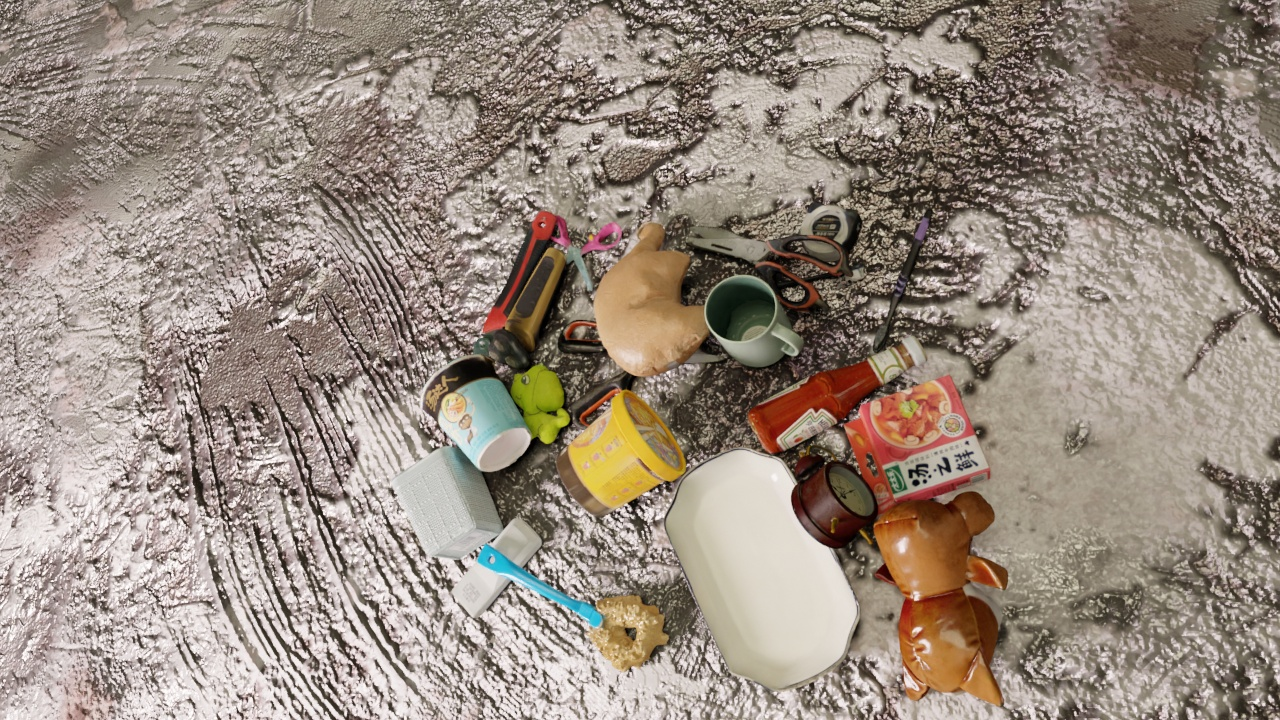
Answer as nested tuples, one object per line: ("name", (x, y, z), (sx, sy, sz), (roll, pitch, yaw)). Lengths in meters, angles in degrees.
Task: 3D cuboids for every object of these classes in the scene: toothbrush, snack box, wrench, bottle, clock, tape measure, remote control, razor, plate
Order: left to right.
("remote control", (-0.177, 0.253, 1.129), (0.049, 0.024, 0.125), (40, 90, 28))
("wrench", (-0.185, -0.081, 1.244), (0.056, 0.016, 0.273), (27, 87, 25))
("razor", (-0.144, -0.071, 1.204), (0.062, 0.067, 0.167), (20, 78, 24))
("plate", (0.132, 0.226, 1.013), (0.162, 0.034, 0.265), (-31, 64, 9))
("toothbrush", (0.180, -0.091, 1.113), (0.181, 0.015, 0.018), (-10, 78, 17))
("tape measure", (0.226, -0.154, 1.107), (0.066, 0.033, 0.066), (22, 83, 28))
("clock", (0.205, 0.143, 0.984), (0.055, 0.082, 0.121), (-49, 34, 35))
("bottle", (0.222, 0.036, 1.031), (0.206, 0.060, 0.059), (-29, 64, 9))
("toothbrush", (0.305, -0.095, 1.067), (0.014, 0.017, 0.188), (19, 78, 25))
("snack box", (0.294, 0.092, 0.990), (0.127, 0.044, 0.113), (-22, 66, 13))

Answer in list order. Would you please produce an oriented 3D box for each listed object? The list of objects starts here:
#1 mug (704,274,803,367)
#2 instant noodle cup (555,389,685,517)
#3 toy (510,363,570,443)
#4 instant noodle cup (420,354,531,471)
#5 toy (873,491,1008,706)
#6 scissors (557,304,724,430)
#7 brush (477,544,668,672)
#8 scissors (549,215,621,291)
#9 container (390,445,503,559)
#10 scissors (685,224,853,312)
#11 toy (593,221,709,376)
("mug", (0.139, -0.036, 1.059), (0.112, 0.106, 0.082), (28, 83, 27))
("instant noodle cup", (-0.026, 0.115, 1.072), (0.114, 0.118, 0.118), (-39, 63, 14))
("toy", (-0.128, 0.054, 1.174), (0.097, 0.031, 0.100), (9, 81, 27))
("instant noodle cup", (-0.199, 0.071, 1.148), (0.111, 0.111, 0.120), (-43, 61, 3))
("toy", (0.302, 0.237, 0.909), (0.130, 0.140, 0.199), (5, 70, -21))
("scissors", (-0.014, -0.005, 1.155), (0.228, 0.021, 0.221), (33, 87, 28))
("brush", (-0.085, 0.279, 1.068), (0.255, 0.046, 0.083), (23, 85, 20))
("scissors", (-0.087, -0.150, 1.238), (0.133, 0.017, 0.134), (-36, 67, 11))
("container", (-0.236, 0.181, 1.143), (0.090, 0.090, 0.111), (-33, 67, 8))
("scissors", (0.146, -0.116, 1.112), (0.205, 0.015, 0.198), (-24, 72, 26))
("toy", (0.002, -0.083, 1.134), (0.143, 0.082, 0.225), (-23, 57, 9))
